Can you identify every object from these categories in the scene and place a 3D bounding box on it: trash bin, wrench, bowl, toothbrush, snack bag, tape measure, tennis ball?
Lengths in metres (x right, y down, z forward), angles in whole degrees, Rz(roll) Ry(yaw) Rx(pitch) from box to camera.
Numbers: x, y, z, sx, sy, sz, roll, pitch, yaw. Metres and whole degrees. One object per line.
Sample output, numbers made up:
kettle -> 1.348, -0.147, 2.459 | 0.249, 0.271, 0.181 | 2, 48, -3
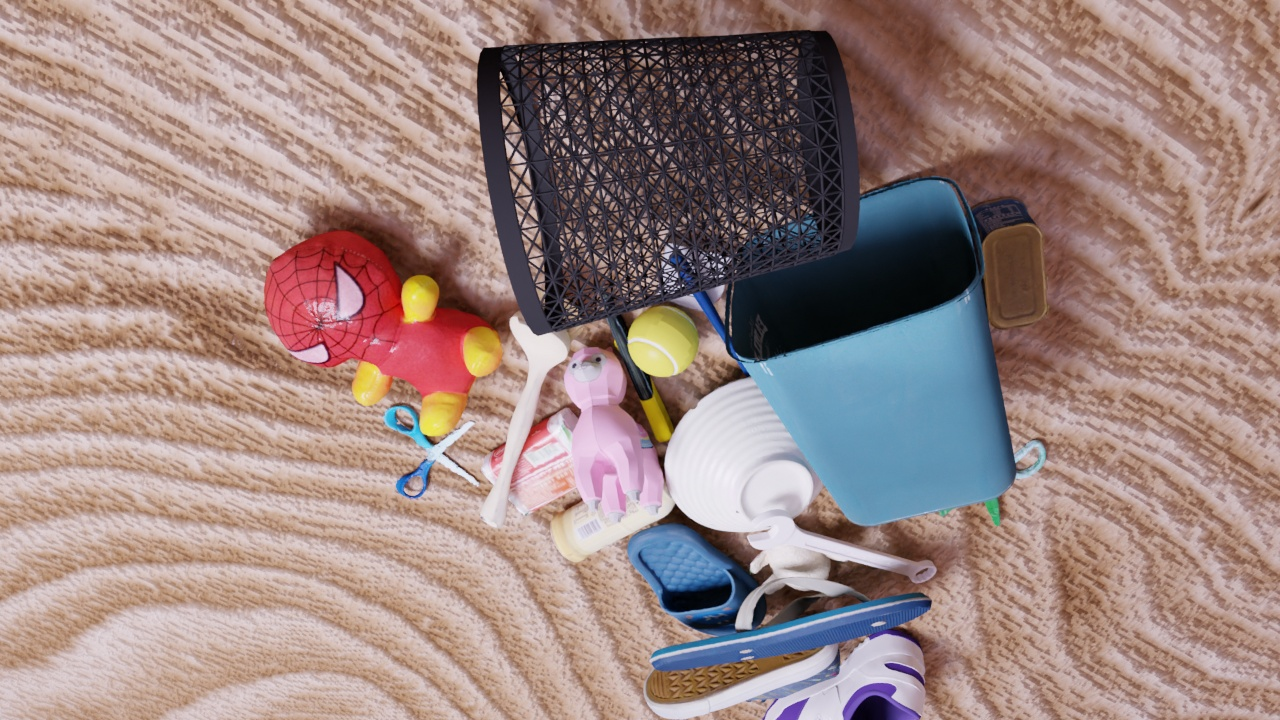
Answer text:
trash bin -> 0.025, -0.145, 0.694 | 0.243, 0.216, 0.217 | -9, 119, 3
wrench -> 0.207, 0.190, 0.911 | 0.273, 0.009, 0.047 | 21, 121, -34
trash bin -> 0.204, 0.003, 0.768 | 0.199, 0.196, 0.219 | -17, 123, 21
bowl -> 0.117, 0.108, 0.872 | 0.177, 0.071, 0.177 | -5, 117, -11
toothbrush -> 0.071, -0.026, 0.843 | 0.017, 0.016, 0.190 | -19, 126, 20
snack bag -> -0.097, 0.105, 0.942 | 0.116, 0.036, 0.077 | -31, 113, 21
tape measure -> 0.047, -0.078, 0.829 | 0.060, 0.020, 0.062 | 12, 121, -1
tennis ball -> 0.021, -0.018, 0.841 | 0.065, 0.065, 0.065 | 3, 120, 4

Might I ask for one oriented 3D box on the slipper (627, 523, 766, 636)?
slipper -> 0.058, 0.245, 0.981 | 0.104, 0.059, 0.214 | -24, 129, 22

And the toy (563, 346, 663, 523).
toy -> -0.028, 0.068, 0.875 | 0.067, 0.157, 0.123 | -15, 157, 14

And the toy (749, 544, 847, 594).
toy -> 0.169, 0.209, 0.967 | 0.112, 0.050, 0.087 | -31, 118, 16

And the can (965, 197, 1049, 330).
can -> 0.311, -0.081, 0.777 | 0.054, 0.058, 0.100 | -12, 119, 12

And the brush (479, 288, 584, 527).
brush -> -0.113, 0.054, 0.873 | 0.062, 0.077, 0.273 | 32, 122, 22

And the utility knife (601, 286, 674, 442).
utility knife -> -0.005, 0.005, 0.880 | 0.020, 0.028, 0.174 | -18, 115, 9

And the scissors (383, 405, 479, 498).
scissors -> -0.224, 0.099, 0.968 | 0.127, 0.014, 0.133 | 36, 113, -19

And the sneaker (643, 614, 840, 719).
sneaker -> 0.120, 0.366, 1.048 | 0.236, 0.087, 0.079 | -22, 121, 14

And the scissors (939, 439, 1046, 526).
scissors -> 0.351, 0.115, 0.916 | 0.128, 0.011, 0.125 | -18, 116, 16

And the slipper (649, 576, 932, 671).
slipper -> 0.151, 0.270, 0.957 | 0.295, 0.060, 0.118 | -14, 149, 8

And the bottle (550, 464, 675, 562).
bottle -> -0.016, 0.152, 0.949 | 0.162, 0.056, 0.056 | -31, 113, 21

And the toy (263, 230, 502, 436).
toy -> -0.238, -0.032, 0.842 | 0.216, 0.098, 0.148 | 33, 106, -15

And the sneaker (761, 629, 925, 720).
sneaker -> 0.232, 0.418, 1.048 | 0.092, 0.111, 0.245 | 34, 118, -14
